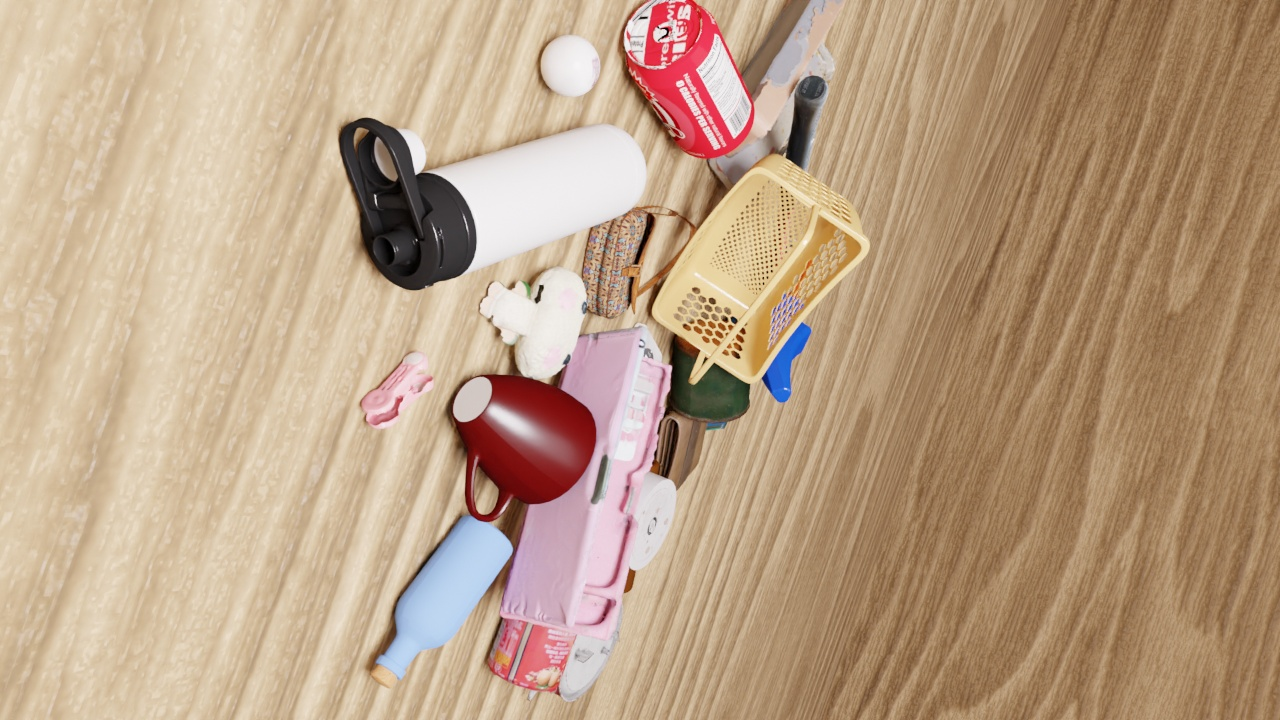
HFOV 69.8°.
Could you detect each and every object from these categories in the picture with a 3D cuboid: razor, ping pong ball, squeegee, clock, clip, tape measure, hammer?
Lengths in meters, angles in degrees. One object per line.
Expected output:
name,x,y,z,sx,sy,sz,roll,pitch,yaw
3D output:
razor,0.094,0.014,1.072,0.043,0.018,0.141,-2,107,-42
ping pong ball,-0.047,-0.199,0.621,0.040,0.040,0.040,-42,142,-45
squeegee,0.146,-0.023,0.949,0.184,0.055,0.250,-78,-175,-51
clock,-0.056,0.252,0.887,0.109,0.062,0.157,-7,113,-61
clip,-0.153,0.016,0.583,0.060,0.023,0.044,-29,127,-57
tape measure,-0.005,0.005,0.871,0.065,0.017,0.064,-62,153,-18
hammer,0.152,-0.159,0.958,0.327,0.036,0.140,89,23,-62

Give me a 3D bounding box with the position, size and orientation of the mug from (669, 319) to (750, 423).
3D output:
mug,0.078,0.003,0.965,0.110,0.085,0.081,-61,156,-58

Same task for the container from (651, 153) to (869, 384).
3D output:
container,0.102,-0.078,0.827,0.184,0.129,0.166,-53,-174,35

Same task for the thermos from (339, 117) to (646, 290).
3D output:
thermos,-0.083,-0.118,0.585,0.229,0.069,0.101,-33,122,-51

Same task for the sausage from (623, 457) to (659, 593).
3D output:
sausage,-0.013,0.167,0.942,0.040,0.040,0.156,-15,121,-60

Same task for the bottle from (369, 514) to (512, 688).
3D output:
bottle,-0.149,0.177,0.669,0.130,0.048,0.048,-55,150,-30

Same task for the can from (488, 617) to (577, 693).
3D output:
can,-0.083,0.220,0.805,0.066,0.067,0.124,24,86,-64

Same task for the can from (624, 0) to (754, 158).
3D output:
can,0.042,-0.224,0.741,0.074,0.074,0.142,-67,154,-8

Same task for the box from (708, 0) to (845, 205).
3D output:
box,0.148,-0.267,0.906,0.216,0.095,0.115,-60,-165,-22

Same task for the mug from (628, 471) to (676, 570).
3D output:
mug,-0.022,0.126,0.827,0.119,0.096,0.083,-9,115,-61

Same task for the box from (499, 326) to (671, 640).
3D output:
box,-0.033,0.090,0.701,0.107,0.099,0.232,139,-32,-69

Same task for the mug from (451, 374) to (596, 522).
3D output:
mug,-0.097,0.059,0.658,0.088,0.087,0.113,41,67,-44

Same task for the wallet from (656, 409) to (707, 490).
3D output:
wallet,0.049,0.089,1.019,0.098,0.027,0.121,-40,146,-50

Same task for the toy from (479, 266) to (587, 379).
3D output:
toy,-0.071,-0.029,0.688,0.087,0.050,0.112,-71,160,0

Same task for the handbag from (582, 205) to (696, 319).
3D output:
handbag,0.015,-0.096,0.823,0.195,0.043,0.094,-28,133,-60
